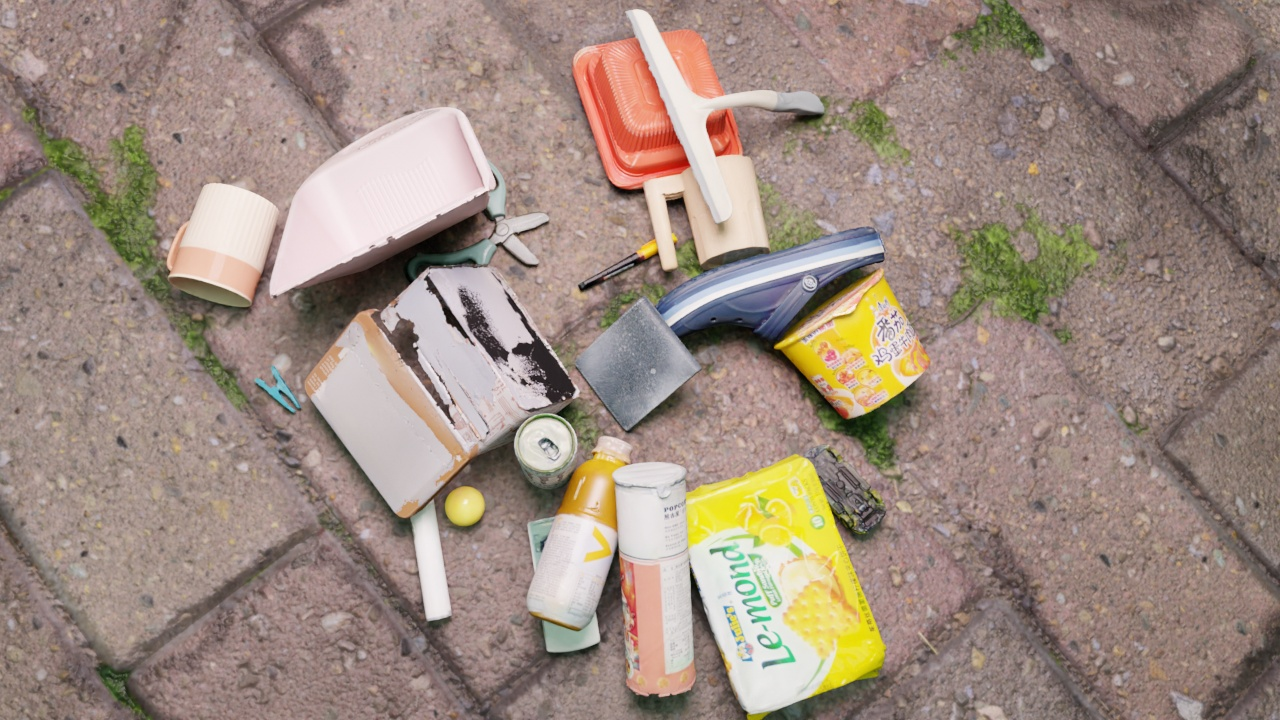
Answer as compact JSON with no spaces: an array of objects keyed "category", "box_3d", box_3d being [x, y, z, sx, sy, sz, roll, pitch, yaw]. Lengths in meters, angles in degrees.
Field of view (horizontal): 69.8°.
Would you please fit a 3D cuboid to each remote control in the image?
[{"category":"remote control","box_3d":[-0.079,0.227,0.937,0.056,0.019,0.135,-8,78,-8]}]

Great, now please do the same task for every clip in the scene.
[{"category":"clip","box_3d":[-0.377,0.032,0.958,0.057,0.015,0.049,45,76,7]}]

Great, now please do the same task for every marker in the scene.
[{"category":"marker","box_3d":[-0.015,-0.110,1.017,0.123,0.018,0.015,-29,82,-10]}]

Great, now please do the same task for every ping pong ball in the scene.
[{"category":"ping pong ball","box_3d":[-0.179,0.148,0.935,0.040,0.040,0.040,1,77,-5]}]

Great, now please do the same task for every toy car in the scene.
[{"category":"toy car","box_3d":[0.212,0.137,0.975,0.048,0.032,0.105,-38,72,-11]}]

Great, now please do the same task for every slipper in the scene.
[{"category":"slipper","box_3d":[0.140,-0.069,0.973,0.253,0.105,0.095,-19,89,1]}]

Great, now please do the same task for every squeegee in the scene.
[{"category":"squeegee","box_3d":[0.131,-0.278,0.996,0.245,0.039,0.246,-14,79,-39]}]

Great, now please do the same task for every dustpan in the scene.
[{"category":"dustpan","box_3d":[-0.262,-0.177,0.905,0.222,0.273,0.139,-26,98,-1]}]

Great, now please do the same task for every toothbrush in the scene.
[{"category":"toothbrush","box_3d":[-0.223,0.152,0.937,0.026,0.027,0.221,-6,77,-29]}]

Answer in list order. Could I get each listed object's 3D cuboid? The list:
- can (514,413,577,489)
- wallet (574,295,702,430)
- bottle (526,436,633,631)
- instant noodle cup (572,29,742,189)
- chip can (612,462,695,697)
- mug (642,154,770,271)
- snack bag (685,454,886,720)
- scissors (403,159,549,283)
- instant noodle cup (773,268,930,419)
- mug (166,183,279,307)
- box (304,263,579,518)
[{"category":"can","box_3d":[-0.091,0.091,0.900,0.058,0.147,0.058,1,77,-4]},{"category":"wallet","box_3d":[-0.006,0.006,0.957,0.121,0.019,0.097,-42,81,32]},{"category":"bottle","box_3d":[-0.053,0.168,0.908,0.068,0.068,0.189,19,71,0]},{"category":"instant noodle cup","box_3d":[0.022,-0.298,1.031,0.164,0.079,0.188,-16,75,-12]},{"category":"chip can","box_3d":[0.015,0.211,0.885,0.071,0.071,0.215,-5,100,-6]},{"category":"mug","box_3d":[0.073,-0.156,1.003,0.124,0.084,0.103,-11,80,-5]},{"category":"snack bag","box_3d":[0.135,0.225,0.930,0.158,0.068,0.246,-19,80,-9]},{"category":"scissors","box_3d":[-0.194,-0.160,1.014,0.170,0.019,0.178,-22,79,-8]},{"category":"instant noodle cup","box_3d":[0.226,-0.012,0.962,0.138,0.138,0.110,-36,91,-11]},{"category":"mug","box_3d":[-0.444,-0.120,0.959,0.115,0.081,0.105,5,73,27]},{"category":"box","box_3d":[-0.202,0.032,0.925,0.194,0.156,0.183,-38,82,23]}]
